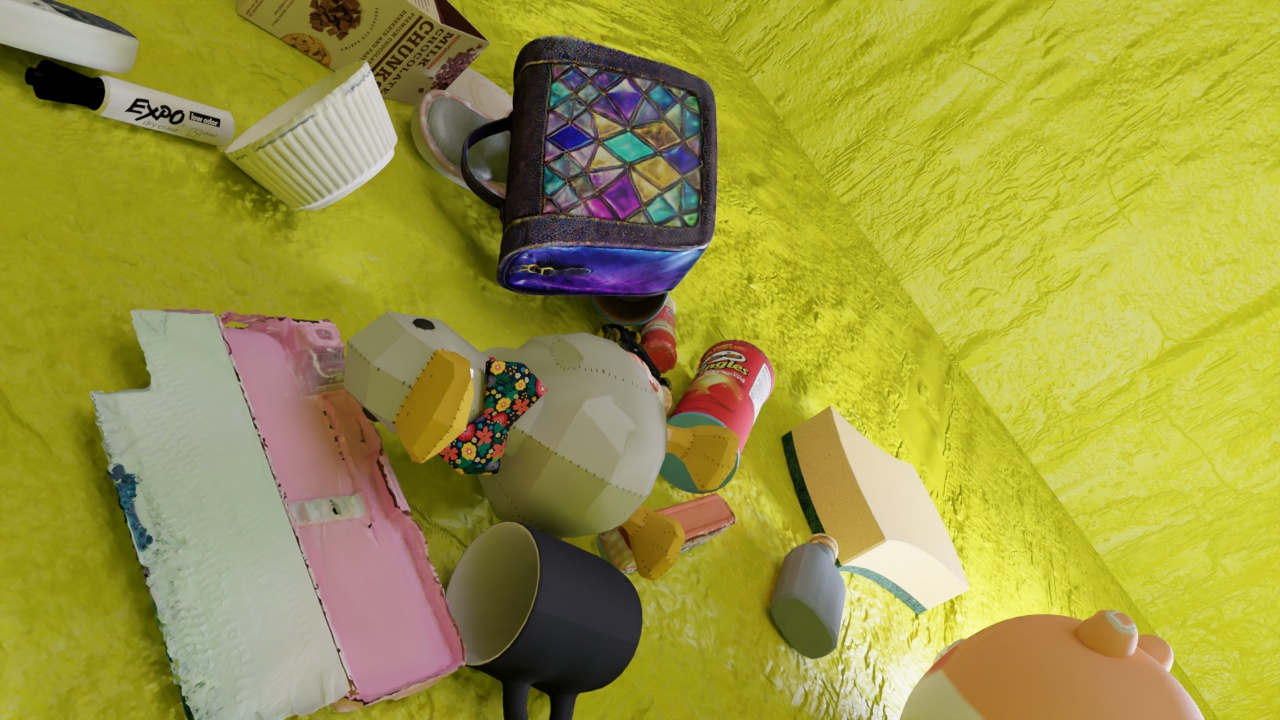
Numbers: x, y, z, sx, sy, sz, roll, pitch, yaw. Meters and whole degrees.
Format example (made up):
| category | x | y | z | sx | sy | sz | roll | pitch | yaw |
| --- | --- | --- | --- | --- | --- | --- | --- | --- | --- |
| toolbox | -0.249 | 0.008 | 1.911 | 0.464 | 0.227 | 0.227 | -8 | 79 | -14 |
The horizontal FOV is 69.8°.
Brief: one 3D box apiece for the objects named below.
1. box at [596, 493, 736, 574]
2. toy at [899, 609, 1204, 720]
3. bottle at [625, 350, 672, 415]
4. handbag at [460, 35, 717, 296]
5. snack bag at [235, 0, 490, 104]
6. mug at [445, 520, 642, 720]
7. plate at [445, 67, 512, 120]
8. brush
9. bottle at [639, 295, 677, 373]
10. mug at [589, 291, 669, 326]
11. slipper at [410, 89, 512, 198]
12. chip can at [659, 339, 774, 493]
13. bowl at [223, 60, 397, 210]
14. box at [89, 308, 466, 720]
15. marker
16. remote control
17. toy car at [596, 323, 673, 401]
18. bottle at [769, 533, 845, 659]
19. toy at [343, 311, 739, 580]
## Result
| category | x | y | z | sx | sy | sz | roll | pitch | yaw |
| --- | --- | --- | --- | --- | --- | --- | --- | --- | --- |
| box | 0.027 | 0.141 | 0.774 | 0.186 | 0.053 | 0.058 | -3 | 91 | -60 |
| toy | 0.375 | 0.356 | 0.834 | 0.262 | 0.281 | 0.266 | 30 | 5 | -41 |
| bottle | -0.017 | 0.024 | 0.825 | 0.108 | 0.063 | 0.063 | 27 | 35 | -46 |
| handbag | -0.050 | -0.167 | 0.832 | 0.222 | 0.126 | 0.204 | 6 | 72 | -13 |
| snack bag | -0.242 | -0.308 | 0.824 | 0.206 | 0.095 | 0.069 | 24 | 37 | -48 |
| mug | -0.056 | 0.167 | 0.545 | 0.094 | 0.085 | 0.121 | 32 | 47 | -38 |
| plate | -0.154 | -0.257 | 0.997 | 0.188 | 0.027 | 0.188 | 41 | 27 | -26 |
| brush | 0.294 | 0.190 | 1.150 | 0.250 | 0.075 | 0.194 | 32 | 32 | -39 |
| bottle | 0.018 | -0.031 | 0.989 | 0.044 | 0.044 | 0.109 | 42 | 26 | -24 |
| mug | -0.024 | -0.090 | 0.953 | 0.112 | 0.084 | 0.104 | 20 | 11 | -1 |
| slipper | -0.110 | -0.196 | 0.928 | 0.274 | 0.055 | 0.114 | 16 | 64 | -49 |
| chip can | 0.079 | 0.051 | 0.936 | 0.087 | 0.087 | 0.212 | 51 | 25 | -5 |
| bowl | -0.222 | -0.152 | 0.644 | 0.062 | 0.115 | 0.115 | 57 | 20 | -29 |
| box | -0.191 | 0.074 | 0.478 | 0.158 | 0.035 | 0.230 | 5 | 53 | -59 |
| marker | -0.317 | -0.161 | 0.577 | 0.125 | 0.025 | 0.025 | 3 | 54 | -60 |
| remote control | -0.355 | -0.197 | 0.530 | 0.060 | 0.028 | 0.114 | 33 | 16 | 29 |
| toy car | -0.005 | 0.005 | 0.910 | 0.107 | 0.030 | 0.049 | 56 | 22 | 22 |
| bottle | 0.173 | 0.225 | 0.921 | 0.072 | 0.046 | 0.161 | 52 | 24 | -3 |
| toy | -0.070 | 0.040 | 0.604 | 0.267 | 0.141 | 0.247 | 30 | 3 | -25 |
